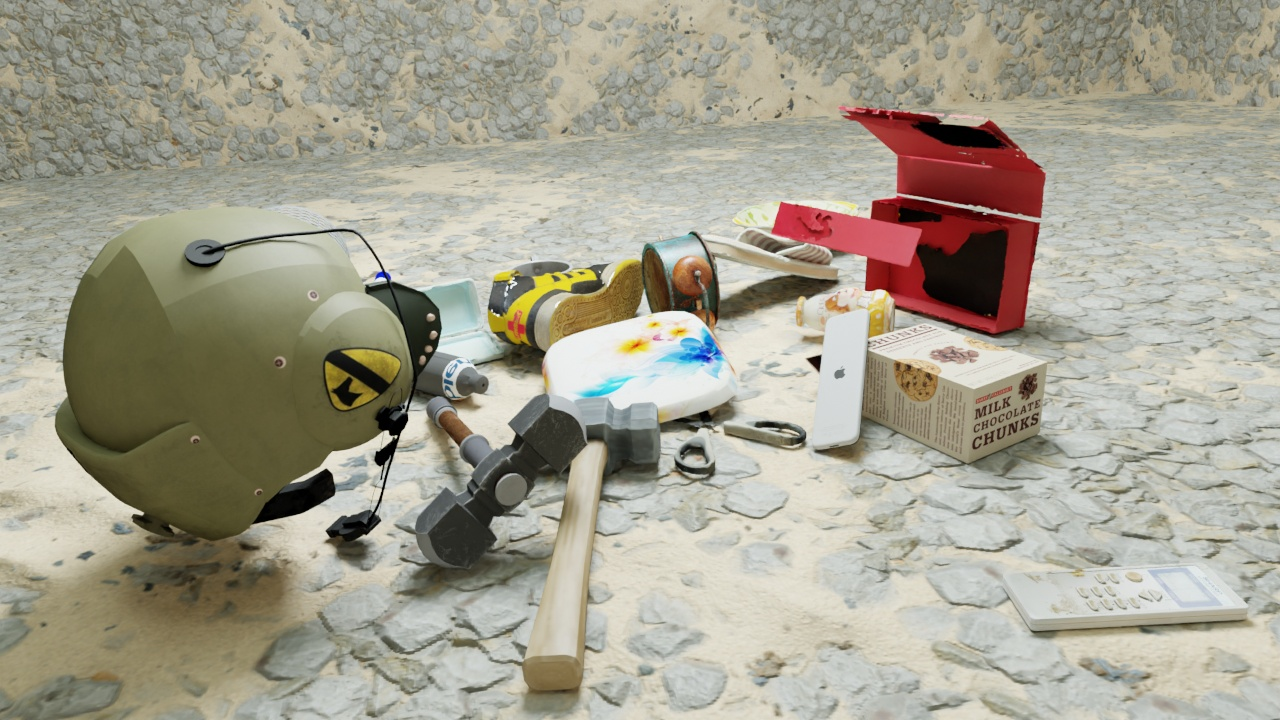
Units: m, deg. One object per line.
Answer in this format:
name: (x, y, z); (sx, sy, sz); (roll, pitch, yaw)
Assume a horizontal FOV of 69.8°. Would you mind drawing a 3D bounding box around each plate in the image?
plate: (-0.006, 0.006, 0.941); (0.187, 0.016, 0.186); (-14, 33, -6)

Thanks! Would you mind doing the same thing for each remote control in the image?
remote control: (0.185, 0.015, 0.842); (0.045, 0.008, 0.146); (-16, 47, 38)
remote control: (0.311, 0.152, 0.594); (0.136, 0.011, 0.050); (-3, 21, 1)

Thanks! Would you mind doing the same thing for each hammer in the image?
hammer: (-0.154, 0.068, 0.804); (0.156, 0.043, 0.322); (-46, 22, -9)
hammer: (-0.047, 0.120, 0.689); (0.117, 0.051, 0.322); (-4, 24, 4)

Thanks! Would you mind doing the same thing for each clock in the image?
clock: (0.059, -0.086, 1.098); (0.073, 0.121, 0.157); (-13, 28, -13)

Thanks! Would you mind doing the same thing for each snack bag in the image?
snack bag: (0.261, 0.016, 0.869); (0.094, 0.070, 0.206); (-16, 24, -28)

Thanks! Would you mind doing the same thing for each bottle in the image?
bottle: (-0.206, 0.016, 0.974); (0.112, 0.047, 0.046); (13, 27, 35)
bottle: (0.236, -0.052, 1.056); (0.109, 0.063, 0.063); (4, 23, 21)

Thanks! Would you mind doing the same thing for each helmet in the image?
helmet: (-0.291, 0.017, 0.670); (0.251, 0.256, 0.232); (15, 25, 42)

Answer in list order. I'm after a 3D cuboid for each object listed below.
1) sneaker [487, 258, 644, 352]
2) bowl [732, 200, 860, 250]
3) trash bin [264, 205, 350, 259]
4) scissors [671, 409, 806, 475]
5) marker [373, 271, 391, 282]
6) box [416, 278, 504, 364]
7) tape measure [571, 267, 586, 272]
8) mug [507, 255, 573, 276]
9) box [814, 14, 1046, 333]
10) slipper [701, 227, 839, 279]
sneaker: (-0.093, -0.074, 1.120); (0.122, 0.086, 0.237); (11, 23, 25)
bowl: (0.248, -0.206, 1.453); (0.219, 0.060, 0.188); (-14, 24, -24)
trash bin: (-0.449, -0.099, 1.165); (0.156, 0.157, 0.183); (-9, 25, -15)
scissors: (0.074, 0.065, 0.852); (0.157, 0.013, 0.170); (1, 21, 9)
marker: (-0.375, -0.096, 1.316); (0.023, 0.027, 0.133); (-6, 24, -7)
box: (-0.270, -0.028, 1.067); (0.197, 0.078, 0.122); (-16, 44, -25)
tape measure: (-0.076, -0.107, 1.281); (0.065, 0.037, 0.064); (-6, 21, 0)
mug: (-0.131, -0.094, 1.210); (0.084, 0.070, 0.113); (-8, 22, -10)
box: (0.346, -0.223, 1.061); (0.123, 0.378, 0.211); (-32, 33, -22)
slipper: (0.172, -0.147, 1.220); (0.262, 0.052, 0.115); (4, 10, -43)
